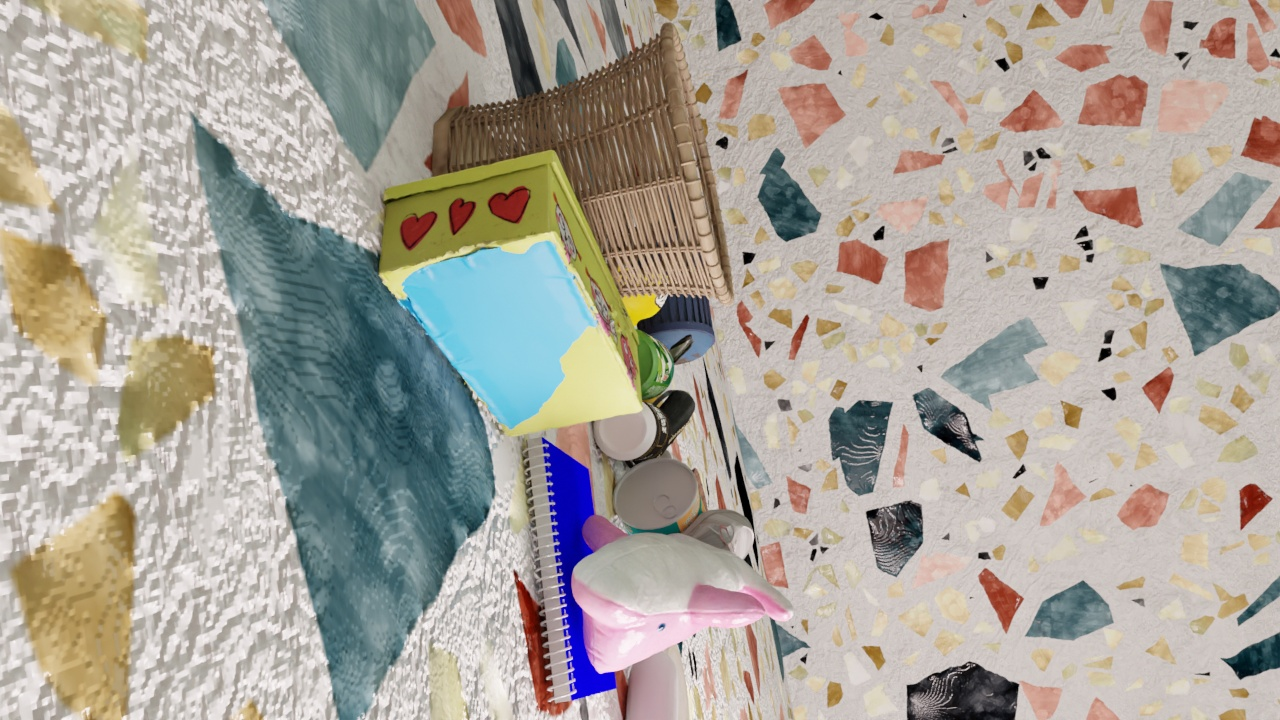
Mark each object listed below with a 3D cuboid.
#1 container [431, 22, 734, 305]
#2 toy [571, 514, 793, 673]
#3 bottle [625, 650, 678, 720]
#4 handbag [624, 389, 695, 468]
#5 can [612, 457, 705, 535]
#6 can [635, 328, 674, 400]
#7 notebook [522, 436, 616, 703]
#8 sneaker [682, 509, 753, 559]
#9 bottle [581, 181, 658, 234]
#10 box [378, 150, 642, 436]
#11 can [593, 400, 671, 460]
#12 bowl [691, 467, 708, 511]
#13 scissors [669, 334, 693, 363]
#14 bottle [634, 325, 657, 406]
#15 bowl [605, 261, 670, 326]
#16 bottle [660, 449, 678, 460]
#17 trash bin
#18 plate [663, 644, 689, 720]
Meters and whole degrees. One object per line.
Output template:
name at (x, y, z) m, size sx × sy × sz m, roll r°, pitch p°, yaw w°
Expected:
container at (-0.042, -0.137, 0.759) m, size 0.226 × 0.196 × 0.227 m, roll -11°, pitch 89°, yaw -80°
toy at (0.017, 0.215, 0.803) m, size 0.265 × 0.187 × 0.128 m, roll 12°, pitch 102°, yaw -55°
bottle at (0.012, 0.344, 0.934) m, size 0.194 × 0.052 × 0.052 m, roll -85°, pitch 161°, yaw -59°
handbag at (0.024, 0.090, 1.183) m, size 0.054 × 0.128 × 0.079 m, roll 38°, pitch -13°, yaw 7°
can at (0.035, 0.200, 1.093) m, size 0.099 × 0.099 × 0.144 m, roll -91°, pitch 166°, yaw -47°
can at (-0.007, 0.007, 1.131) m, size 0.144 × 0.083 × 0.083 m, roll 20°, pitch 59°, yaw -79°
notebook at (-0.060, 0.184, 0.805) m, size 0.171 × 0.022 × 0.209 m, roll 56°, pitch 25°, yaw -70°
sneaker at (0.069, 0.228, 0.988) m, size 0.235 × 0.089 × 0.099 m, roll -12°, pitch 116°, yaw -48°
bottle at (-0.033, -0.190, 1.147) m, size 0.056 × 0.105 × 0.056 m, roll -11°, pitch 89°, yaw -80°
box at (-0.081, -0.038, 0.649) m, size 0.221 × 0.124 × 0.079 m, roll 62°, pitch 18°, yaw -52°
can at (-0.007, 0.081, 1.073) m, size 0.128 × 0.072 × 0.072 m, roll 29°, pitch 50°, yaw -78°
bowl at (0.069, 0.205, 1.230) m, size 0.119 × 0.032 × 0.119 m, roll -10°, pitch 89°, yaw -82°
scissors at (0.029, 0.012, 1.239) m, size 0.189 × 0.015 × 0.140 m, roll -150°, pitch -117°, yaw -65°
bottle at (-0.007, 0.016, 1.236) m, size 0.043 × 0.043 × 0.143 m, roll 10°, pitch 69°, yaw -79°
bowl at (-0.026, -0.078, 1.064) m, size 0.117 × 0.117 × 0.067 m, roll -27°, pitch 129°, yaw -80°
bottle at (0.037, 0.156, 1.336) m, size 0.116 × 0.041 × 0.041 m, roll 52°, pitch 28°, yaw -69°
trash bin at (0.034, -0.125, 1.374) m, size 0.139 × 0.139 × 0.249 m, roll 53°, pitch 28°, yaw -68°
plate at (0.032, 0.383, 1.072) m, size 0.188 × 0.027 × 0.188 m, roll -11°, pitch 89°, yaw -80°
